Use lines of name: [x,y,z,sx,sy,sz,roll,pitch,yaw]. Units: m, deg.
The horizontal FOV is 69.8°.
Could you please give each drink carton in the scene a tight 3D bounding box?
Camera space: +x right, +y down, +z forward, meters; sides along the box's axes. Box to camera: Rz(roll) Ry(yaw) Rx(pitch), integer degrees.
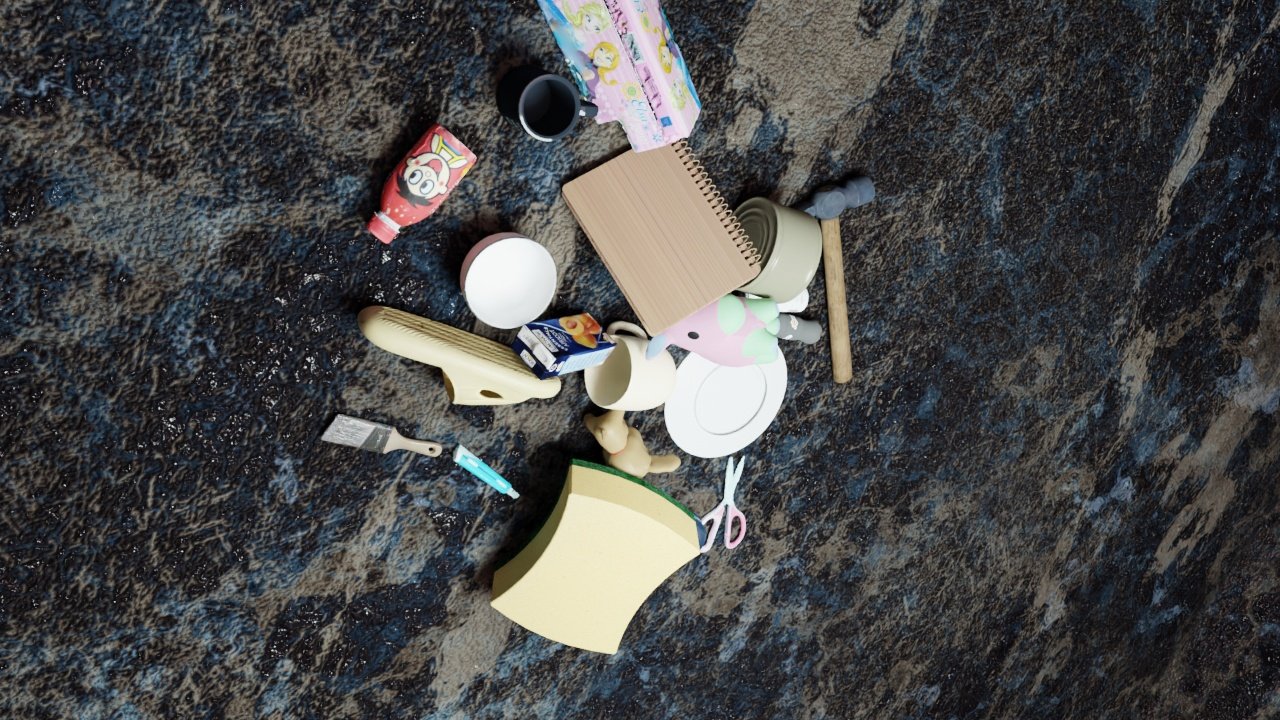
drink carton: [-0.094,-0.019,1.128,0.129,0.064,0.040,-15,146,-55]

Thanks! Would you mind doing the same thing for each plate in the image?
plate: [0.131,0.053,1.349,0.208,0.015,0.209,-12,118,-23]

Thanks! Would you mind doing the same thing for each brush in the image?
brush: [-0.063,0.269,1.237,0.195,0.075,0.251,27,116,-17]
brush: [-0.315,0.097,1.133,0.151,0.012,0.039,19,103,-34]

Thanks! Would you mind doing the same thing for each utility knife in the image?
utility knife: [-0.203,0.150,1.219,0.124,0.015,0.022,43,60,-37]

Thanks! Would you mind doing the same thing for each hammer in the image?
hammer: [0.285,-0.103,1.346,0.129,0.040,0.322,-21,123,-13]

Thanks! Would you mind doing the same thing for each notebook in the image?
notebook: [0.030,-0.159,1.109,0.169,0.022,0.210,-31,84,-13]

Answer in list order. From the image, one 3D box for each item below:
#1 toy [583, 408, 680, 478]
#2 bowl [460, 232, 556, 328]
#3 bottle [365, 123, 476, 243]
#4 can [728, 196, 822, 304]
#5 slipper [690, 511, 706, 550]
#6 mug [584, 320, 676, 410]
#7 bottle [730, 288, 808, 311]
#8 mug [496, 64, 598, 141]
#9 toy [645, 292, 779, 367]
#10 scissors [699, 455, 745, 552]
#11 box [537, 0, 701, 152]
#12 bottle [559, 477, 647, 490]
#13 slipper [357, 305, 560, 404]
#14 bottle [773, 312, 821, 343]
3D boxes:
toy: [-0.029,0.116,1.246,0.134,0.105,0.108,-25,115,10]
bowl: [-0.161,-0.101,1.088,0.113,0.063,0.113,-12,119,-23]
bottle: [-0.245,-0.189,1.002,0.137,0.062,0.062,-50,126,0]
can: [0.167,-0.145,1.204,0.073,0.128,0.128,14,106,-31]
slipper: [-0.015,0.271,1.332,0.252,0.095,0.105,8,107,-27]
mug: [-0.007,0.007,1.211,0.099,0.096,0.120,8,69,-43]
bottle: [0.179,-0.089,1.291,0.115,0.041,0.041,-1,114,-28]
mug: [-0.099,-0.286,1.023,0.105,0.077,0.071,-2,114,-28]
toy: [0.095,-0.042,1.209,0.171,0.222,0.120,2,79,10]
scissors: [0.122,0.224,1.430,0.105,0.016,0.179,-11,118,-23]
box: [-0.022,-0.359,1.059,0.230,0.106,0.086,62,35,-35]
bottle: [-0.050,0.185,1.302,0.129,0.040,0.040,-11,118,-24]
slipper: [-0.216,0.012,1.086,0.261,0.111,0.079,22,99,-30]
bottle: [0.214,-0.049,1.331,0.109,0.036,0.036,10,108,-31]
